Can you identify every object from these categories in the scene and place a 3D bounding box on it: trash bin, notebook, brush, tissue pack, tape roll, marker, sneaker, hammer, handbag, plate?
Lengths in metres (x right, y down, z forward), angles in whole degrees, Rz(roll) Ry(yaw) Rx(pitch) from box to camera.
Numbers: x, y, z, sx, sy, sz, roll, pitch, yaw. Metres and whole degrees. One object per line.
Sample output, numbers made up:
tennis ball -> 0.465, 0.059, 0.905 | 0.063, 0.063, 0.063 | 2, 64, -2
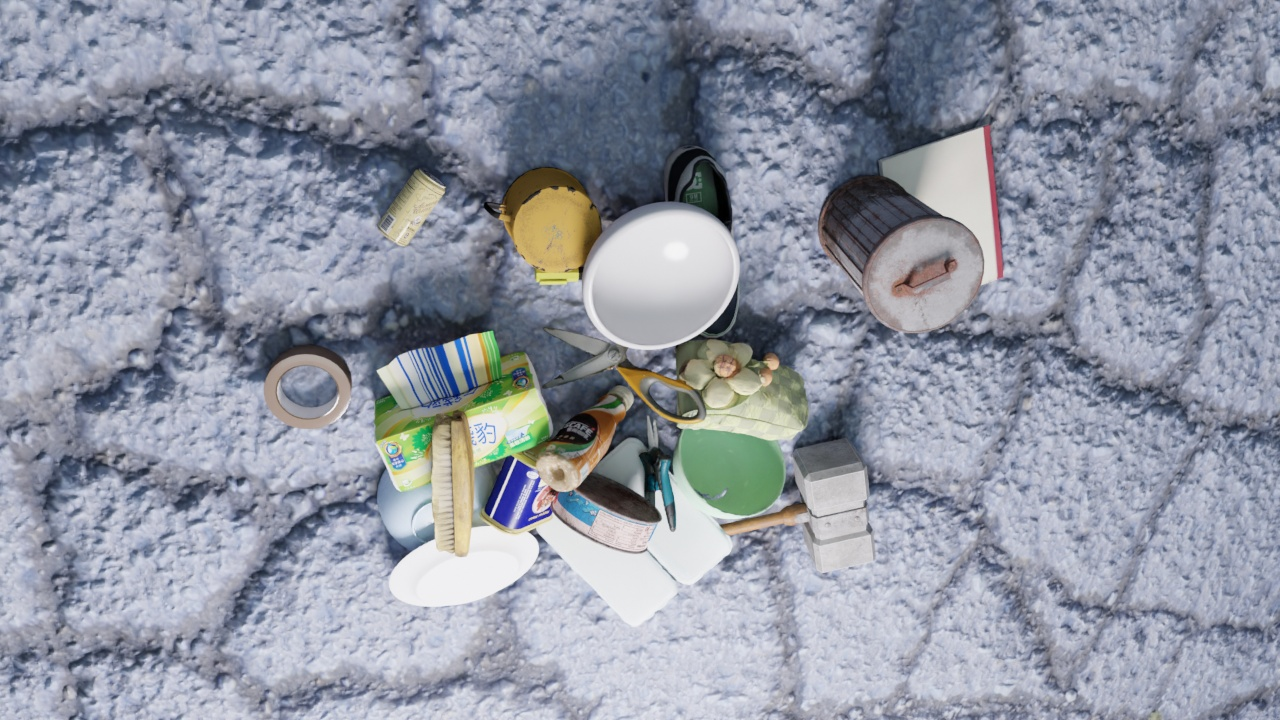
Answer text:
trash bin -> 0.290, -0.125, 1.044 | 0.131, 0.211, 0.131 | -3, 116, -5
notebook -> 0.385, -0.177, 1.166 | 0.153, 0.012, 0.209 | -19, 116, -6
brush -> -0.207, 0.140, 1.012 | 0.043, 0.059, 0.196 | 2, 121, -5
tissue pack -> -0.214, 0.042, 1.054 | 0.197, 0.120, 0.141 | -22, 120, -11
tape roll -> -0.380, 0.031, 1.052 | 0.093, 0.030, 0.094 | -5, 113, -12
marker -> -0.062, -0.101, 1.081 | 0.123, 0.018, 0.021 | -2, 68, -15
sneaker -> 0.076, -0.127, 1.072 | 0.084, 0.079, 0.235 | -14, 115, -9
hammer -> 0.149, 0.223, 1.248 | 0.317, 0.082, 0.163 | -12, 115, 0
handbag -> 0.128, 0.030, 1.124 | 0.186, 0.113, 0.117 | 9, 149, -16
plate -> -0.218, 0.267, 1.151 | 0.188, 0.016, 0.189 | -15, 143, -12

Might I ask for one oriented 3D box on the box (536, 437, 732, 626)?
box -> -0.009, 0.226, 1.200 | 0.189, 0.037, 0.209 | -40, 97, 3

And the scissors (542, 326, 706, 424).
scissors -> -0.008, 0.004, 1.078 | 0.225, 0.016, 0.216 | -28, 82, 9

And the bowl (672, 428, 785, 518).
bowl -> 0.103, 0.138, 1.173 | 0.150, 0.150, 0.077 | 12, 150, -18

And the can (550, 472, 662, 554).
can -> -0.041, 0.182, 1.112 | 0.130, 0.130, 0.044 | 23, 97, -22

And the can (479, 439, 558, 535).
can -> -0.134, 0.152, 1.122 | 0.056, 0.116, 0.092 | 29, 104, 19

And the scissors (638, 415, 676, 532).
scissors -> 0.017, 0.148, 1.156 | 0.019, 0.126, 0.144 | -16, 145, -46

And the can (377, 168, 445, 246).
can -> -0.248, -0.167, 0.997 | 0.038, 0.038, 0.079 | 34, 101, -24

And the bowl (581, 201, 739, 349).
bowl -> 0.016, -0.101, 1.007 | 0.176, 0.066, 0.177 | -10, 128, -13

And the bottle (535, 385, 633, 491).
bottle -> -0.059, 0.086, 1.093 | 0.059, 0.166, 0.059 | 17, 129, 22

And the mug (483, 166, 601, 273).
mug -> -0.108, -0.155, 1.005 | 0.123, 0.094, 0.101 | 7, 110, -17

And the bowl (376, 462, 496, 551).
bowl -> -0.246, 0.181, 1.125 | 0.150, 0.074, 0.151 | -5, 113, -13
